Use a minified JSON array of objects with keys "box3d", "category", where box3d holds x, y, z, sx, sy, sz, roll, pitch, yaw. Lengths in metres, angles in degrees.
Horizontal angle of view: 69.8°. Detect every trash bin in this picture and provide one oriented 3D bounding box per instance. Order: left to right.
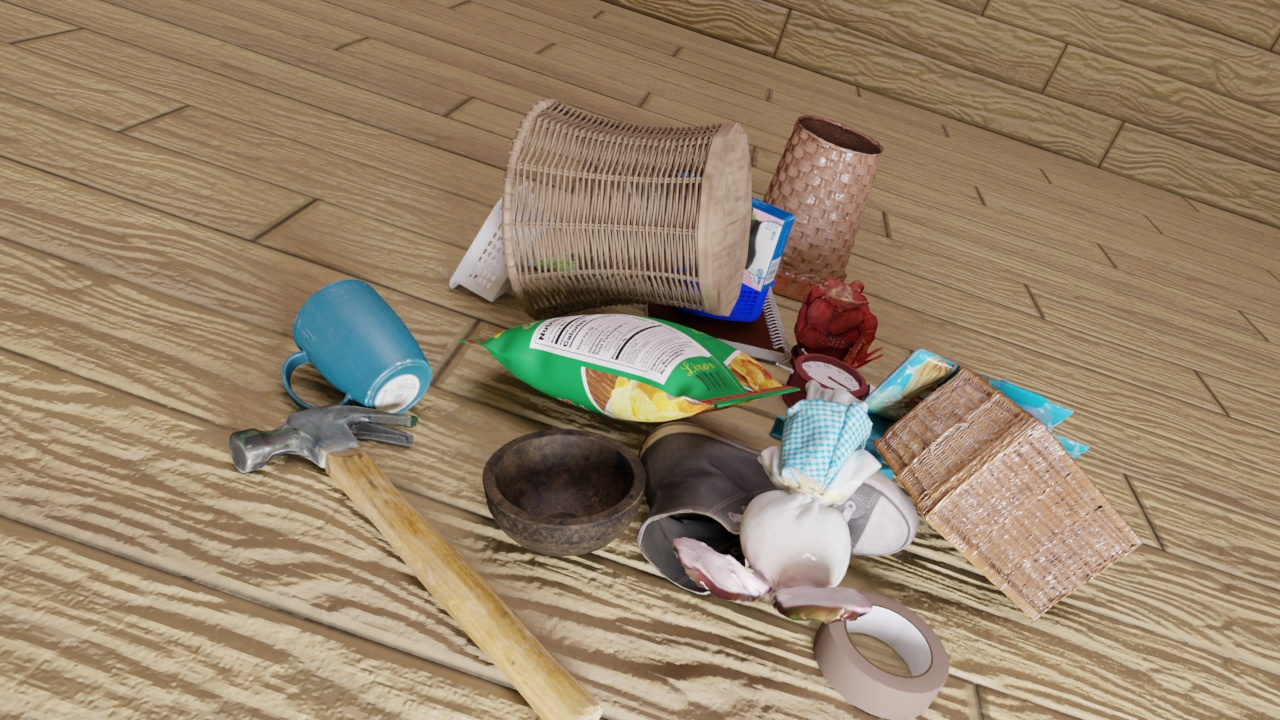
[{"box3d":[0.236,-0.203,1.239,0.151,0.211,0.151,14,31,-8],"category":"trash bin"}]

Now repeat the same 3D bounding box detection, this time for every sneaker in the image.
[{"box3d":[0.109,0.130,0.728,0.234,0.095,0.119,19,32,-5],"category":"sneaker"}]

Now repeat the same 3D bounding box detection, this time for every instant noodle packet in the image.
[{"box3d":[-0.005,0.005,0.836,0.253,0.090,0.195,14,9,28],"category":"instant noodle packet"}]

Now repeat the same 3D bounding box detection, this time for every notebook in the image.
[{"box3d":[0.089,-0.072,1.128,0.171,0.022,0.208,12,30,-8],"category":"notebook"}]

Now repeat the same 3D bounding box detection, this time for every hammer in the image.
[{"box3d":[-0.146,0.134,0.639,0.330,0.033,0.132,38,34,29],"category":"hammer"}]

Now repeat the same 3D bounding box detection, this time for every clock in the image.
[{"box3d":[0.208,0.036,0.987,0.124,0.044,0.086,32,32,25],"category":"clock"}]

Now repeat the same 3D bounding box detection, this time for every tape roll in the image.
[{"box3d":[0.178,0.217,0.679,0.093,0.030,0.093,14,30,-8],"category":"tape roll"}]

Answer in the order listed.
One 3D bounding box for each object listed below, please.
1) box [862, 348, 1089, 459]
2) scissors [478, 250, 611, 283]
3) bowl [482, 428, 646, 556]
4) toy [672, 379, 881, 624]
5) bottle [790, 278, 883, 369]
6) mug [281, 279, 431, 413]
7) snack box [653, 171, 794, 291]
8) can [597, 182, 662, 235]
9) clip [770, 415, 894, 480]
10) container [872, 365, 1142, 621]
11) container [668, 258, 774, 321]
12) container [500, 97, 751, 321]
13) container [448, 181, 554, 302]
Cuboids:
[{"box3d":[0.297,0.071,0.870,0.227,0.181,0.073,19,70,-16],"category":"box"},{"box3d":[-0.120,-0.116,1.094,0.175,0.033,0.072,6,35,-28],"category":"scissors"},{"box3d":[-0.058,0.109,0.698,0.121,0.056,0.121,3,29,-2],"category":"bowl"},{"box3d":[0.110,0.100,0.647,0.131,0.106,0.204,13,52,17],"category":"toy"},{"box3d":[0.227,-0.034,1.048,0.099,0.111,0.098,14,29,-8],"category":"bottle"},{"box3d":[-0.241,0.003,0.769,0.112,0.085,0.104,-36,62,-22],"category":"mug"},{"box3d":[0.088,-0.149,1.027,0.154,0.088,0.033,28,31,22],"category":"snack box"},{"box3d":[0.007,-0.215,1.275,0.067,0.067,0.169,37,34,30],"category":"can"},{"box3d":[0.191,0.100,0.891,0.126,0.028,0.113,9,33,-16],"category":"clip"},{"box3d":[0.307,0.110,0.778,0.198,0.114,0.112,40,14,-29],"category":"container"},{"box3d":[0.090,-0.090,1.078,0.114,0.058,0.096,7,31,-13],"category":"container"},{"box3d":[-0.003,-0.144,0.922,0.196,0.227,0.226,6,26,17],"category":"container"},{"box3d":[-0.144,-0.122,0.985,0.049,0.129,0.080,38,31,-1],"category":"container"}]
